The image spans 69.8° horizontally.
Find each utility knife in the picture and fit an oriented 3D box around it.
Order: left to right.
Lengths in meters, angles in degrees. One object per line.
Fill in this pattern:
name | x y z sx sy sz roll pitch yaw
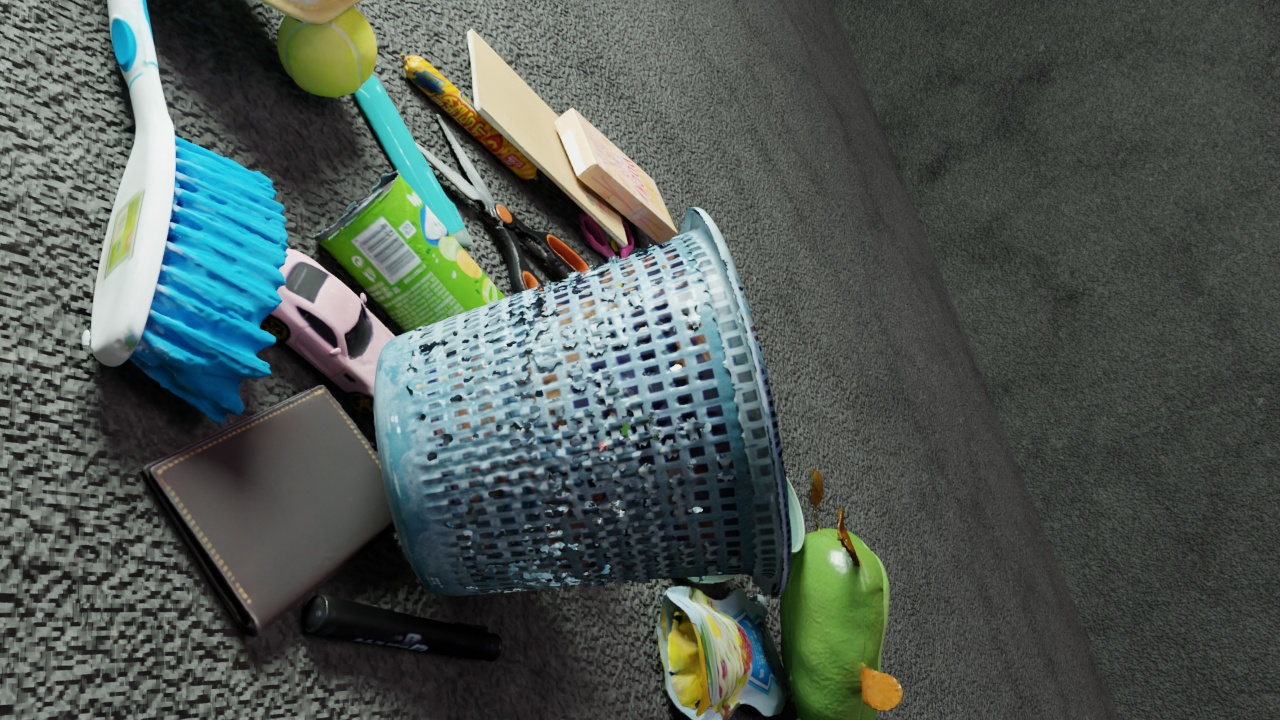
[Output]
utility knife | -0.188 -0.174 0.692 0.029 0.013 0.209 -35 100 -35

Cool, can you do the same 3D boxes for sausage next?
sausage | -0.144 -0.207 0.792 0.165 0.021 0.021 38 37 -40

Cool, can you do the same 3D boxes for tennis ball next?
tennis ball | -0.214 -0.214 0.627 0.065 0.066 0.065 41 35 -37

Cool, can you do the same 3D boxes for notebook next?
notebook | -0.088 -0.212 0.884 0.207 0.008 0.147 39 25 -39

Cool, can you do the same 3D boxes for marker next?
marker | -0.128 0.150 0.513 0.132 0.020 0.022 31 25 -47

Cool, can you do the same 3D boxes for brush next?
brush | -0.252 -0.120 0.499 0.109 0.061 0.314 28 41 -44

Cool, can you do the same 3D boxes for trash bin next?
trash bin | -0.038 0.041 0.528 0.226 0.195 0.226 167 -88 -87

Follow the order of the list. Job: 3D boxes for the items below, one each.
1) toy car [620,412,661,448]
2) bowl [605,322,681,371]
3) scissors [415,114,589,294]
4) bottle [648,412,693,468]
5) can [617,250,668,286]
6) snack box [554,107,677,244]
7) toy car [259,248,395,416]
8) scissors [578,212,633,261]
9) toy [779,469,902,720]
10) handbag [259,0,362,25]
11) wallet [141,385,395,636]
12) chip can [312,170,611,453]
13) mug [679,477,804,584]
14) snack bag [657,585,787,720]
toy car | 0.001 0.088 0.767 0.036 0.043 0.091 -11 84 -39
bowl | -0.005 0.005 0.793 0.113 0.062 0.113 35 21 -16
scissors | -0.106 -0.102 0.776 0.221 0.022 0.220 10 53 -60
bottle | 0.053 0.077 0.846 0.108 0.063 0.063 45 33 -32
can | 0.024 -0.033 0.893 0.074 0.049 0.148 -24 93 -58
snack box | -0.023 -0.186 0.943 0.157 0.026 0.084 30 32 -52
toy car | -0.180 -0.017 0.549 0.122 0.037 0.056 47 33 -31
scissors | -0.024 -0.099 0.918 0.128 0.017 0.133 34 42 -47
toy | 0.169 0.226 0.801 0.227 0.090 0.247 -119 -152 -75
handbag | -0.246 -0.293 0.586 0.163 0.063 0.178 29 25 -14
wallet | -0.185 0.072 0.484 0.096 0.020 0.122 57 29 -3
chip can | -0.113 -0.017 0.627 0.236 0.072 0.072 51 30 -23
mug | 0.070 0.146 0.769 0.082 0.107 0.111 56 28 -17
snack bag | 0.077 0.247 0.775 0.191 0.039 0.110 25 41 -56
